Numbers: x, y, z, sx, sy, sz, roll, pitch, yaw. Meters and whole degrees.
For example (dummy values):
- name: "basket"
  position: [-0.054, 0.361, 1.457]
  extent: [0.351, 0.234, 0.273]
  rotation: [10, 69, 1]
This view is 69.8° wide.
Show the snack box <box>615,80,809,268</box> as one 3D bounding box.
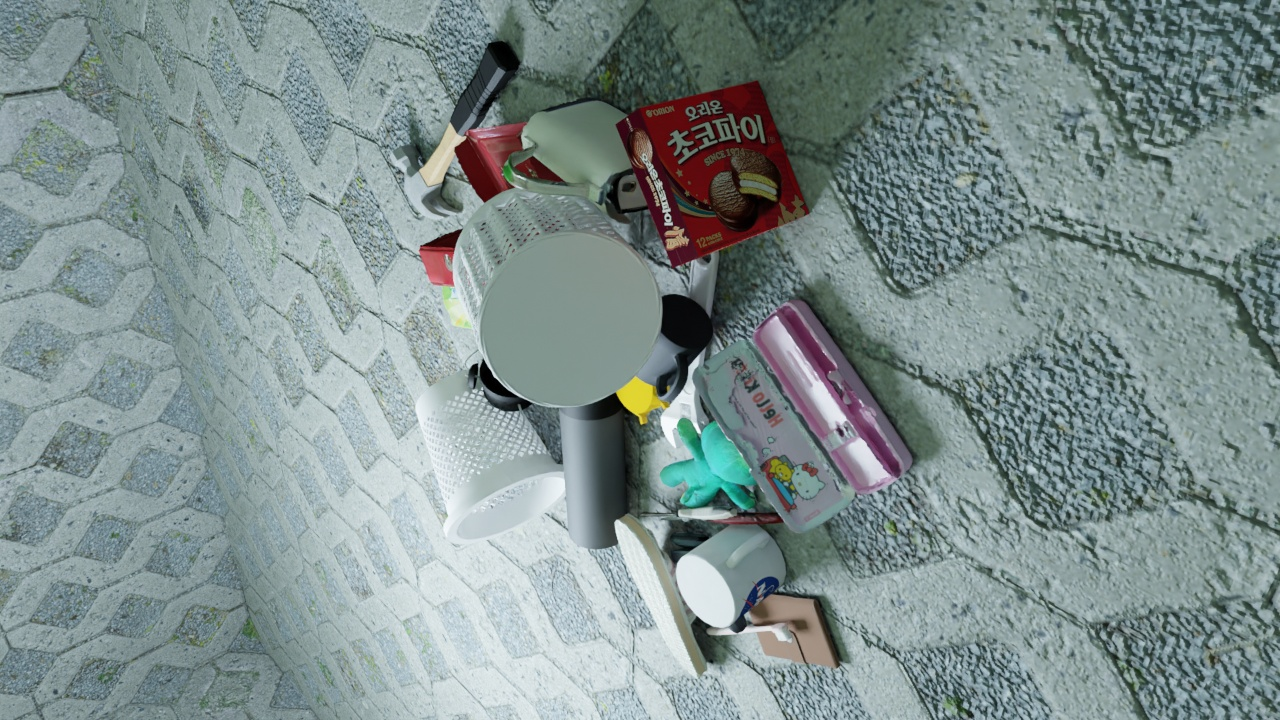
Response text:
- name: "snack box"
  position: [0.068, -0.170, 0.823]
  extent: [0.036, 0.151, 0.132]
  rotation: [-17, 96, 53]

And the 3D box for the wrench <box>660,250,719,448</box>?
- name: "wrench"
  position: [0.060, -0.010, 1.033]
  extent: [0.066, 0.018, 0.274]
  rotation: [32, 131, 36]

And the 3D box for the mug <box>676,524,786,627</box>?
- name: "mug"
  position: [0.109, 0.236, 1.050]
  extent: [0.091, 0.089, 0.122]
  rotation: [47, 139, 22]

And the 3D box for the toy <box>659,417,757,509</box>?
- name: "toy"
  position: [0.085, 0.119, 1.026]
  extent: [0.130, 0.072, 0.194]
  rotation: [45, 140, 1]

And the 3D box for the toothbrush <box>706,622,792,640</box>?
- name: "toothbrush"
  position: [0.130, 0.334, 1.127]
  extent: [0.018, 0.015, 0.182]
  rotation: [60, 150, 0]

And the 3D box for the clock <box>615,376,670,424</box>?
- name: "clock"
  position: [-0.006, 0.006, 1.091]
  extent: [0.099, 0.043, 0.129]
  rotation: [-37, 73, 55]

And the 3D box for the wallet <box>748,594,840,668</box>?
- name: "wallet"
  position: [0.175, 0.316, 1.079]
  extent: [0.121, 0.013, 0.087]
  rotation: [-13, 100, 54]

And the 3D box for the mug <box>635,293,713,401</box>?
- name: "mug"
  position: [0.031, -0.007, 0.983]
  extent: [0.078, 0.071, 0.105]
  rotation: [128, 145, -48]

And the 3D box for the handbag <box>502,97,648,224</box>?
- name: "handbag"
  position: [-0.066, -0.198, 0.948]
  extent: [0.151, 0.175, 0.074]
  rotation: [39, 136, 30]

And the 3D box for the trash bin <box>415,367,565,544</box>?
- name: "trash bin"
  position: [-0.226, 0.129, 1.331]
  extent: [0.199, 0.195, 0.196]
  rotation: [60, 144, 22]

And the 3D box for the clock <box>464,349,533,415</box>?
- name: "clock"
  position: [-0.191, 0.021, 1.289]
  extent: [0.121, 0.091, 0.043]
  rotation: [34, 145, 16]

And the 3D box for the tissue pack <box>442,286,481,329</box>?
- name: "tissue pack"
  position: [-0.158, -0.057, 1.195]
  extent: [0.198, 0.120, 0.141]
  rotation: [14, 122, 53]

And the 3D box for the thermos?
- name: "thermos"
  position: [-0.060, 0.125, 1.198]
  extent: [0.082, 0.082, 0.241]
  rotation: [25, 127, 40]

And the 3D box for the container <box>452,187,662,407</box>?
- name: "container"
  position: [-0.091, -0.072, 0.964]
  extent: [0.186, 0.189, 0.189]
  rotation: [-126, 29, -61]

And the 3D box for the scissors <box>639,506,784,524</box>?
- name: "scissors"
  position: [0.080, 0.180, 1.062]
  extent: [0.179, 0.185, 0.015]
  rotation: [69, -155, -75]

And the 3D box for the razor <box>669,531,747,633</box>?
- name: "razor"
  position: [0.085, 0.271, 1.128]
  extent: [0.052, 0.047, 0.143]
  rotation: [-35, 71, 11]

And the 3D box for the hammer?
- name: "hammer"
  position: [-0.243, -0.302, 1.217]
  extent: [0.131, 0.039, 0.329]
  rotation: [60, 142, 5]

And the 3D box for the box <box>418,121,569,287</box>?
- name: "box"
  position: [-0.186, -0.171, 1.110]
  extent: [0.157, 0.169, 0.156]
  rotation: [8, 141, 49]

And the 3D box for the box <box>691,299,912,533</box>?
- name: "box"
  position: [0.161, 0.054, 0.914]
  extent: [0.154, 0.066, 0.201]
  rotation: [-39, 78, 31]

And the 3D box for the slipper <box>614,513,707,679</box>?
- name: "slipper"
  position: [0.037, 0.304, 1.198]
  extent: [0.115, 0.052, 0.263]
  rotation: [28, 144, 57]
